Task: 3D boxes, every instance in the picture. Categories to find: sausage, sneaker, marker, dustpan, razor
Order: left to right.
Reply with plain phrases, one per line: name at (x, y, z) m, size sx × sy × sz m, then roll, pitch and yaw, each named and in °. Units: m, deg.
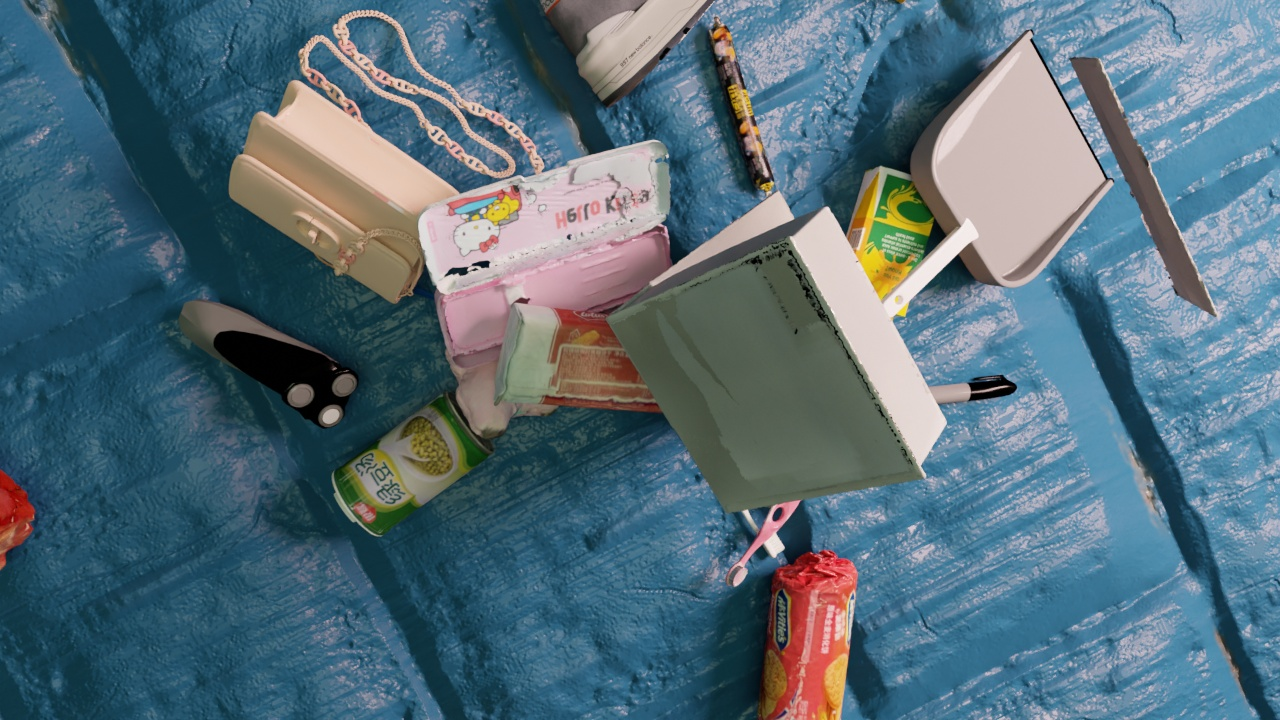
razor at (-0.309, -0.004, 0.754) m, size 0.156 × 0.060 × 0.057 m, roll 31°, pitch 105°, yaw 12°
sneaker at (0.013, -0.328, 0.726) m, size 0.124 × 0.089 × 0.240 m, roll 40°, pitch 95°, yaw -11°
sausage at (0.085, -0.214, 0.779) m, size 0.020 × 0.020 × 0.155 m, roll -18°, pitch 97°, yaw -3°
marker at (0.270, 0.028, 0.824) m, size 0.138 × 0.016 × 0.022 m, roll -5°, pitch 65°, yaw -4°
dustpan at (0.283, -0.128, 0.763) m, size 0.257 × 0.033 × 0.163 m, roll -43°, pitch 111°, yaw -7°

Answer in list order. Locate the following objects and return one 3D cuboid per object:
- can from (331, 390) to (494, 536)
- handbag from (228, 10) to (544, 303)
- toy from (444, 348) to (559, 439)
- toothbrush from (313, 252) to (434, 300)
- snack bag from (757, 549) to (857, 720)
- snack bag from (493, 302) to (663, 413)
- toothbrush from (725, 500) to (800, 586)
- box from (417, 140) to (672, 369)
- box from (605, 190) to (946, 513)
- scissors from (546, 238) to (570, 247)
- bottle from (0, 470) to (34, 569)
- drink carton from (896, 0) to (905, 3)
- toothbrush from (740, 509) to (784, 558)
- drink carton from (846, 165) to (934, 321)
can at (-0.189, 0.086, 0.764) m, size 0.121 × 0.067 × 0.067 m, roll -36°, pitch 98°, yaw -1°
handbag at (-0.204, -0.152, 0.747) m, size 0.198 × 0.117 × 0.186 m, roll 34°, pitch 48°, yaw -11°
toy at (-0.123, 0.017, 0.764) m, size 0.096 × 0.098 × 0.053 m, roll 47°, pitch 125°, yaw 15°
toothbrush at (-0.211, -0.069, 0.771) m, size 0.135 × 0.017 × 0.021 m, roll 23°, pitch 80°, yaw -7°
snack bag at (0.144, 0.250, 0.807) m, size 0.082 × 0.082 × 0.176 m, roll 6°, pitch 95°, yaw -6°
snack bag at (-0.004, 0.004, 0.745) m, size 0.225 × 0.041 × 0.078 m, roll 6°, pitch 115°, yaw -23°
toothbrush at (0.116, 0.143, 0.810) m, size 0.021 × 0.016 × 0.135 m, roll 38°, pitch 80°, yaw -15°
box at (-0.068, -0.084, 0.720) m, size 0.201 × 0.041 × 0.154 m, roll -20°, pitch 127°, yaw -18°
box at (0.087, -0.025, 0.733) m, size 0.165 × 0.445 × 0.167 m, roll -30°, pitch 101°, yaw 7°
scissors at (-0.048, -0.081, 0.783) m, size 0.118 × 0.019 × 0.148 m, roll 4°, pitch 100°, yaw -7°
bottle at (-0.550, 0.122, 0.724) m, size 0.099 × 0.099 × 0.111 m, roll -43°, pitch 93°, yaw 0°
drink carton at (0.183, -0.356, 0.761) m, size 0.122 × 0.040 × 0.058 m, roll 24°, pitch 94°, yaw -7°
toothbrush at (0.075, 0.096, 0.816) m, size 0.017 × 0.012 × 0.187 m, roll -34°, pitch 98°, yaw -14°
drink carton at (0.210, -0.098, 0.791) m, size 0.058 × 0.041 × 0.122 m, roll 15°, pitch 94°, yaw -6°
